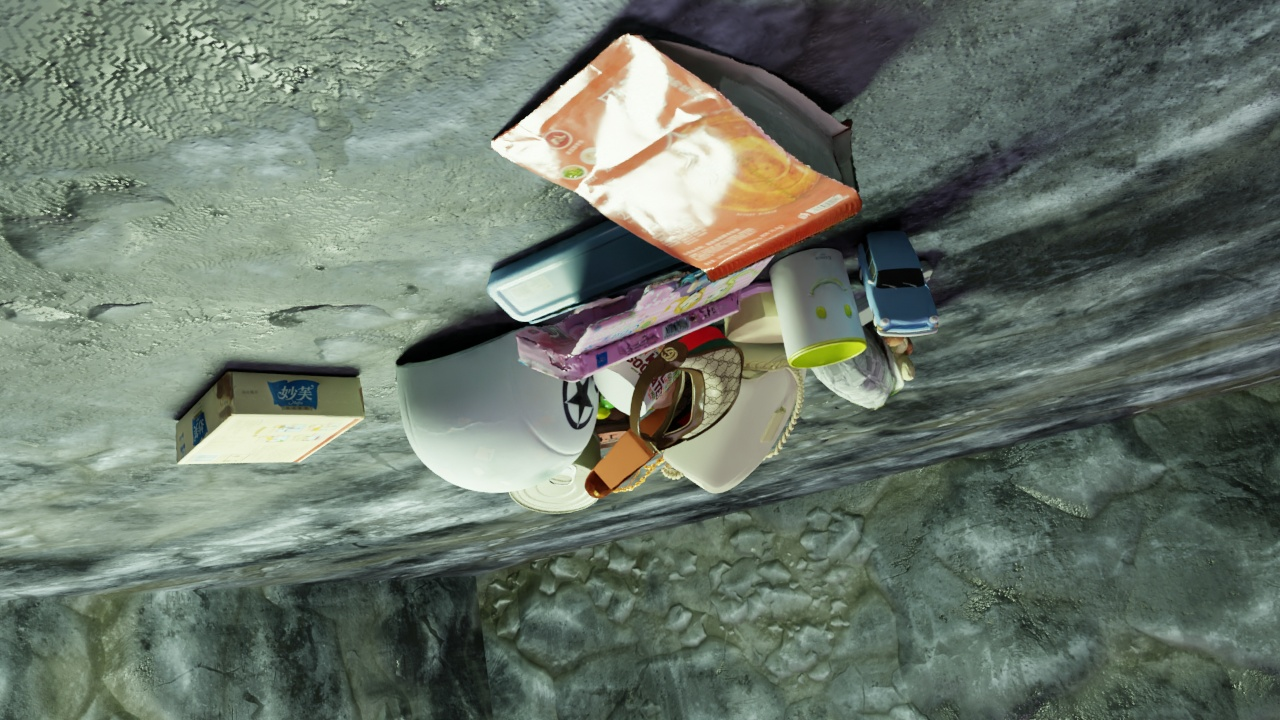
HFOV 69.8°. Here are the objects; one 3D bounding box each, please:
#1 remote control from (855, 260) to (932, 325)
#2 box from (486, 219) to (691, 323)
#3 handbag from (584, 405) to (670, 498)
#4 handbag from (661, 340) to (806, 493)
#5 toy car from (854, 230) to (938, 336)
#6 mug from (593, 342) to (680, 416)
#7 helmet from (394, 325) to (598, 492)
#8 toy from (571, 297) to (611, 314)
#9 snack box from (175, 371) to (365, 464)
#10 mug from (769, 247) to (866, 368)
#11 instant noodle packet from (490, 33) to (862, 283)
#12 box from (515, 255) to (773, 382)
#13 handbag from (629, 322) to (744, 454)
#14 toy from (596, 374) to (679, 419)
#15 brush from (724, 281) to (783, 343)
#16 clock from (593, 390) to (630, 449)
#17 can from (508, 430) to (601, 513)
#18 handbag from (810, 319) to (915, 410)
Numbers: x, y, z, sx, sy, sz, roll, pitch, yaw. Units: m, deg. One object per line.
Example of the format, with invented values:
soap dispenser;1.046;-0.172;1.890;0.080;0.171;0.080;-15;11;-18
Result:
remote control;0.265;-0.065;1.054;0.151;0.019;0.074;-32;164;-3
box;-0.033;-0.081;0.851;0.210;0.049;0.120;-18;161;29
handbag;0.005;0.121;1.222;0.109;0.060;0.171;-45;173;28
handbag;0.122;0.063;1.183;0.208;0.103;0.211;-6;124;-57
toy car;0.249;-0.077;0.897;0.056;0.153;0.055;-3;127;4
mug;-0.006;0.006;1.057;0.105;0.073;0.089;2;-137;52
helmet;-0.157;0.075;1.095;0.237;0.163;0.264;-13;164;14
toy;-0.033;-0.037;0.988;0.093;0.050;0.102;-5;160;-8
snack box;-0.444;0.072;1.094;0.153;0.055;0.208;5;157;-41
mug;0.186;-0.054;0.967;0.082;0.106;0.083;-9;164;-3
instant noodle packet;0.025;-0.144;0.658;0.220;0.083;0.165;15;156;-37
box;0.017;-0.042;0.837;0.229;0.066;0.159;-23;-175;-38
handbag;0.045;0.036;1.010;0.138;0.063;0.167;-30;148;-21
toy;0.005;0.041;1.179;0.131;0.097;0.124;6;-159;-2
brush;0.112;-0.056;1.028;0.228;0.043;0.089;1;160;-35
clock;-0.065;0.080;1.319;0.120;0.072;0.158;-12;164;7
can;-0.115;0.144;1.253;0.128;0.073;0.128;-2;140;-2
handbag;0.284;-0.010;1.175;0.124;0.112;0.171;-29;157;23
